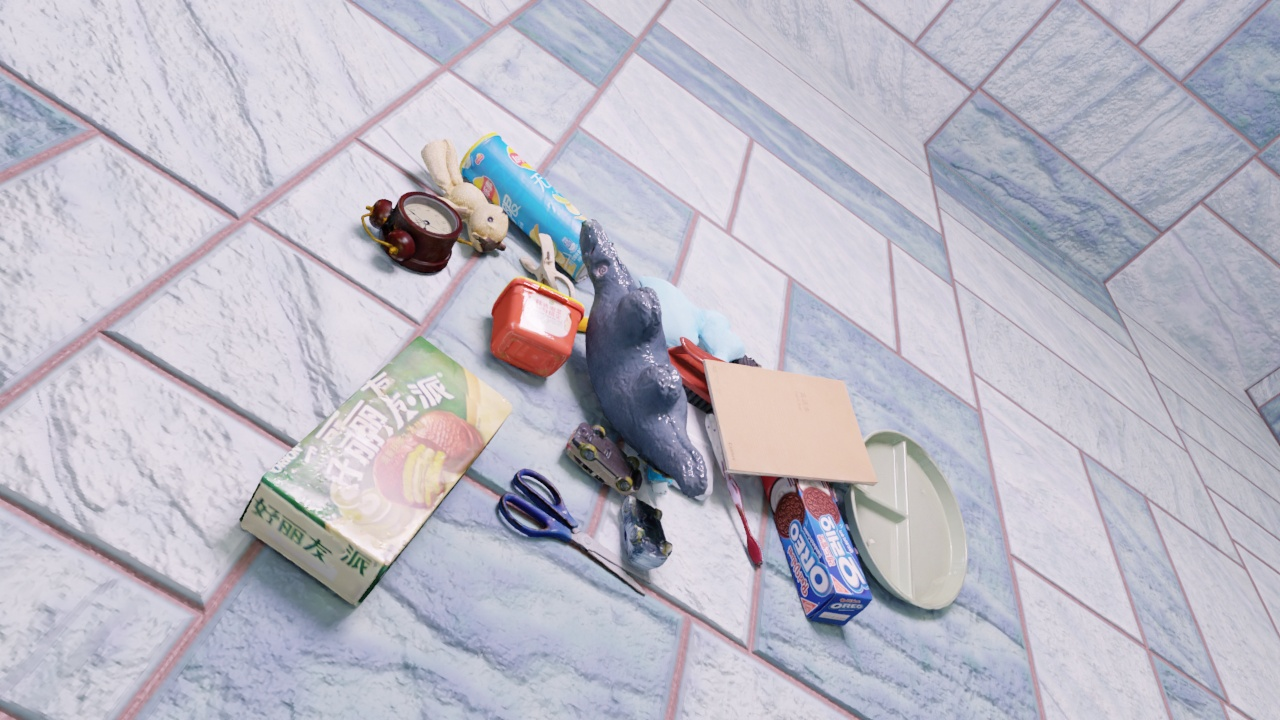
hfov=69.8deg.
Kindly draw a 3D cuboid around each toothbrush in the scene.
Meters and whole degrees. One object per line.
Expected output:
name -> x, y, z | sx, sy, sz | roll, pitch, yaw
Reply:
toothbrush -> 0.106, 0.143, 1.039 | 0.017, 0.016, 0.187 | 31, 36, -55

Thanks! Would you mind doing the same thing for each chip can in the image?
chip can -> -0.133, -0.195, 1.172 | 0.210, 0.071, 0.071 | 43, 33, 5

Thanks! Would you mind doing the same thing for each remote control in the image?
remote control -> 0.059, 0.102, 1.058 | 0.056, 0.020, 0.135 | 30, 34, -15

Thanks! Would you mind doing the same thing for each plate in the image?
plate -> 0.334, 0.199, 1.157 | 0.230, 0.028, 0.229 | 20, 57, -34

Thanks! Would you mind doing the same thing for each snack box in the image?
snack box -> -0.114, -0.035, 0.996 | 0.091, 0.082, 0.080 | 24, 46, -21
snack box -> 0.198, 0.196, 1.052 | 0.058, 0.057, 0.207 | 16, 40, -28
snack box -> -0.209, 0.082, 0.771 | 0.114, 0.063, 0.239 | 37, 33, -3

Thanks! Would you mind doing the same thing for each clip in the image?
clip -> -0.113, -0.100, 1.110 | 0.034, 0.070, 0.099 | -3, 59, -45

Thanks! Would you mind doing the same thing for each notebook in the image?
notebook -> 0.177, 0.074, 1.094 | 0.211, 0.012, 0.149 | 8, 53, -26

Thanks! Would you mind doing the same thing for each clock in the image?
clock -> -0.250, -0.141, 1.005 | 0.121, 0.055, 0.082 | -7, 55, -47

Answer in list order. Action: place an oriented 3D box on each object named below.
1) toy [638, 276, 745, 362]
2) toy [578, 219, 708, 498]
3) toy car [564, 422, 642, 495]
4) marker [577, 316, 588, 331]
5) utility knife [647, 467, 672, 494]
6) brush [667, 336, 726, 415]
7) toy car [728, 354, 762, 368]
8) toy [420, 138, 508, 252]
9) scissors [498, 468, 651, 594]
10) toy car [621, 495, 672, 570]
toy -> 0.055, -0.050, 1.205 | 0.156, 0.050, 0.161 | -1, 51, -34
toy -> -0.006, 0.006, 0.998 | 0.091, 0.138, 0.356 | -12, 62, -16
toy car -> -0.036, 0.104, 0.946 | 0.090, 0.035, 0.042 | 40, 34, -10
marker -> -0.097, -0.048, 1.084 | 0.123, 0.018, 0.015 | 8, 5, -38
utility knife -> 0.022, 0.090, 1.027 | 0.160, 0.034, 0.018 | -90, 165, -48
brush -> 0.089, 0.029, 1.130 | 0.146, 0.069, 0.063 | 36, 32, -7
toy car -> 0.138, 0.028, 1.215 | 0.049, 0.031, 0.105 | 23, 32, -18
toy -> -0.211, -0.200, 1.104 | 0.157, 0.066, 0.105 | 58, 19, 13
scissors -> -0.062, 0.172, 0.862 | 0.173, 0.012, 0.126 | 52, 33, 16
toy car -> 0.002, 0.170, 0.908 | 0.043, 0.034, 0.090 | 25, 21, -22
